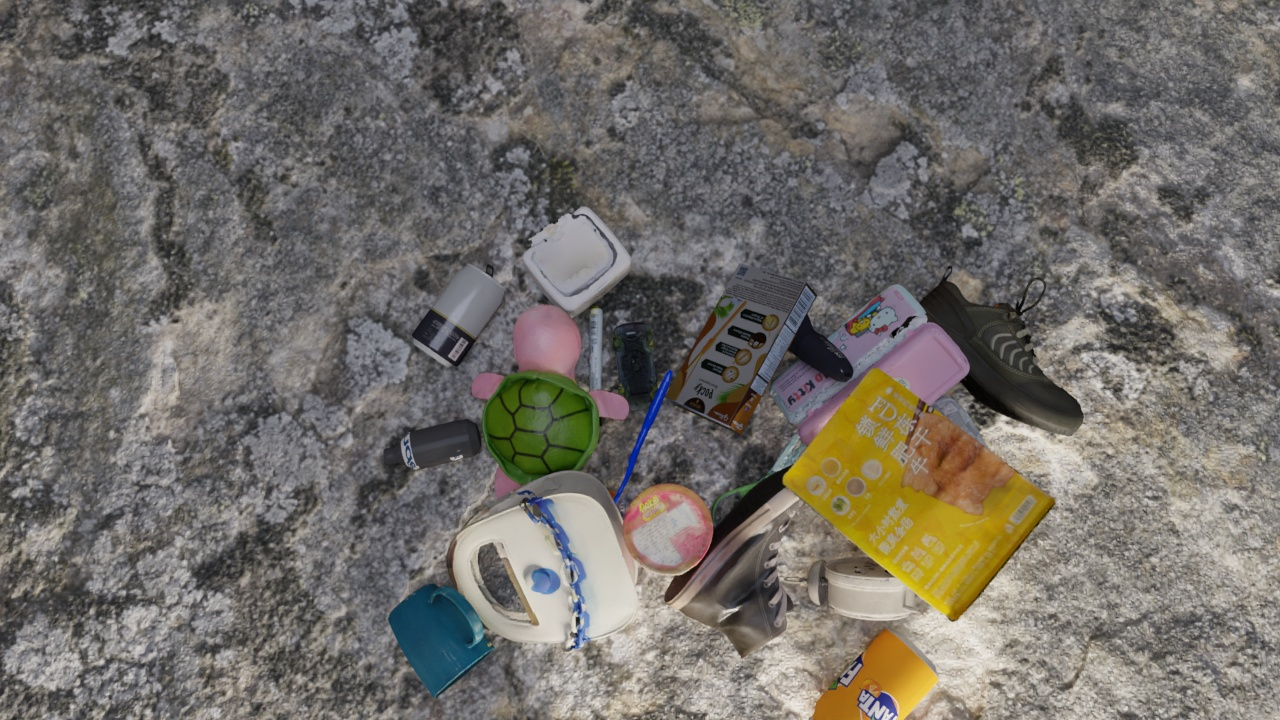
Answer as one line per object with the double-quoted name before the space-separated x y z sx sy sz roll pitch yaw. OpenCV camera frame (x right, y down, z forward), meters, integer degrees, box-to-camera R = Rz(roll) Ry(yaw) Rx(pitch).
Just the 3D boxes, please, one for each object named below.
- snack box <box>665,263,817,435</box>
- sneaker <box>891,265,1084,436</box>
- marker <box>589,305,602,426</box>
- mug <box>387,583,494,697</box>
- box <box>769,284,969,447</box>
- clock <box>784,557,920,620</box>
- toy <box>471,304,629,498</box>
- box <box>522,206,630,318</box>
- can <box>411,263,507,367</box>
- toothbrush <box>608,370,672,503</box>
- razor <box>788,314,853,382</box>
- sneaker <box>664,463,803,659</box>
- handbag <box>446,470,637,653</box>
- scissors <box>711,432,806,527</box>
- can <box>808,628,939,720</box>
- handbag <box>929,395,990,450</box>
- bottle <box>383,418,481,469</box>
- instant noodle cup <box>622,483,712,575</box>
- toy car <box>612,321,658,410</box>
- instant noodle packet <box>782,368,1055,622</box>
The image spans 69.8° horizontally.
"snack box" 0.117 -0.016 1.072 0.101 0.031 0.186 23 81 43
"sneaker" 0.431 -0.023 1.081 0.238 0.101 0.143 35 90 8
"marker" -0.054 0.007 1.100 0.017 0.017 0.146 1 84 -2
"mug" -0.219 0.299 1.019 0.104 0.084 0.112 49 124 11
"box" 0.254 0.019 1.044 0.202 0.073 0.150 -41 72 14
"clock" 0.242 0.262 1.050 0.157 0.103 0.061 0 90 23
"toy" -0.112 0.055 1.058 0.190 0.087 0.238 11 92 10
"box" -0.076 -0.121 1.086 0.107 0.076 0.102 -39 87 -8
"can" -0.209 -0.057 1.078 0.064 0.064 0.127 34 83 2
"toothbrush" -0.003 0.094 1.080 0.018 0.016 0.182 24 92 6
"razor" 0.197 -0.020 1.064 0.047 0.143 0.052 4 118 -33
"sneaker" 0.147 0.220 1.034 0.120 0.095 0.234 40 90 -4
"handbag" -0.110 0.230 1.012 0.199 0.093 0.201 -21 105 3
"scissors" 0.150 0.138 1.095 0.078 0.033 0.175 34 79 4
"can" 0.263 0.378 1.037 0.142 0.079 0.079 -45 87 -6
"handbag" 0.354 0.128 1.049 0.112 0.123 0.171 -34 85 9
"bottle" -0.242 0.100 1.068 0.112 0.047 0.047 -14 84 -3
"instant noodle cup" 0.027 0.187 1.036 0.097 0.109 0.097 0 83 -2
"toy car" -0.007 0.006 1.094 0.048 0.033 0.105 -7 97 -5
"instant noodle packet" 0.283 0.135 0.963 0.221 0.084 0.163 39 94 8
